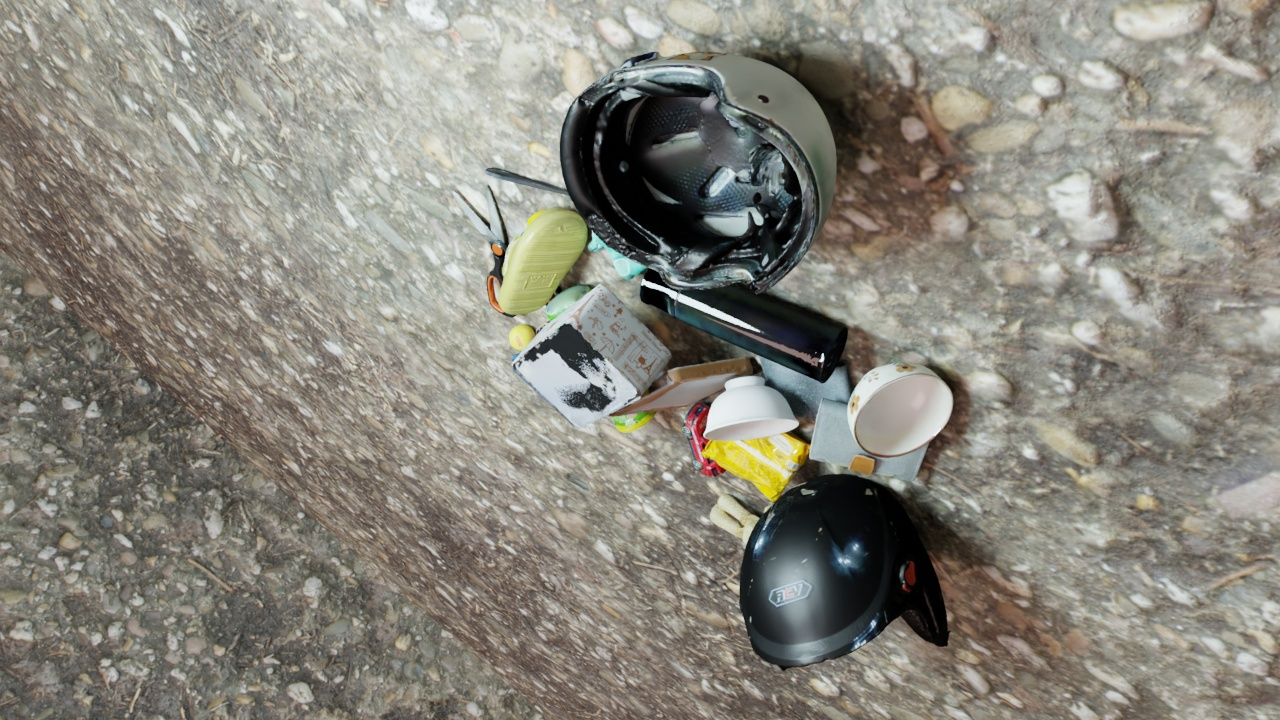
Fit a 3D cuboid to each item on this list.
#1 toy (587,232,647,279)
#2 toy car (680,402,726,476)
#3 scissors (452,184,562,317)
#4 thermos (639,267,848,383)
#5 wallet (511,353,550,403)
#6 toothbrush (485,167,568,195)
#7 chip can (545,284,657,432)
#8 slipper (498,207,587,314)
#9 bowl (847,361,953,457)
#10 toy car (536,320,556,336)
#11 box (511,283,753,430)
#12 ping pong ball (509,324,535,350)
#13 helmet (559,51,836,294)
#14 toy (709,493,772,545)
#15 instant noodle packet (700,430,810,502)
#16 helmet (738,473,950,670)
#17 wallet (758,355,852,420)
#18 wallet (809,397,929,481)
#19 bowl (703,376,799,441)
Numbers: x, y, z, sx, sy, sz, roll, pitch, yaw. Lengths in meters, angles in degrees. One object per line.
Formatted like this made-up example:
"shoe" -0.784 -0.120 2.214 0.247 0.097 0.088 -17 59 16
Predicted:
"toy" -0.032 -0.141 1.152 0.092 0.030 0.097 55 152 -5
"toy car" 0.096 0.112 1.290 0.045 0.052 0.120 10 138 37
"scissors" -0.186 -0.144 1.315 0.225 0.021 0.221 31 140 12
"thermos" 0.115 -0.059 1.057 0.243 0.068 0.090 25 138 22
"wallet" -0.135 0.023 1.433 0.133 0.040 0.106 -11 129 50
"toothbrush" -0.129 -0.221 1.170 0.181 0.015 0.018 21 151 27
"chip can" -0.053 -0.003 1.289 0.073 0.072 0.221 -1 128 46
"slipper" -0.142 -0.139 1.208 0.081 0.091 0.191 61 140 26
"bowl" 0.275 0.045 1.003 0.062 0.113 0.113 -112 4 -51
"toy car" -0.123 -0.044 1.339 0.091 0.042 0.035 -24 88 60
"box" -0.012 0.018 1.159 0.272 0.130 0.180 21 153 -24
"ping pong ball" -0.182 -0.035 1.410 0.040 0.040 0.040 27 144 21
"helmet" 0.071 -0.193 0.873 0.274 0.156 0.230 13 132 41
"toy" 0.175 0.255 1.371 0.157 0.066 0.105 30 103 24
"instant noodle packet" 0.159 0.120 1.219 0.128 0.044 0.111 34 122 9
"helmet" 0.235 0.267 1.136 0.234 0.274 0.230 -23 85 31
"wallet" 0.205 0.032 1.120 0.121 0.019 0.097 11 134 39
"wallet" 0.270 0.100 1.090 0.130 0.036 0.107 13 139 13
"bowl" 0.133 0.057 1.140 0.119 0.118 0.064 -31 62 55
